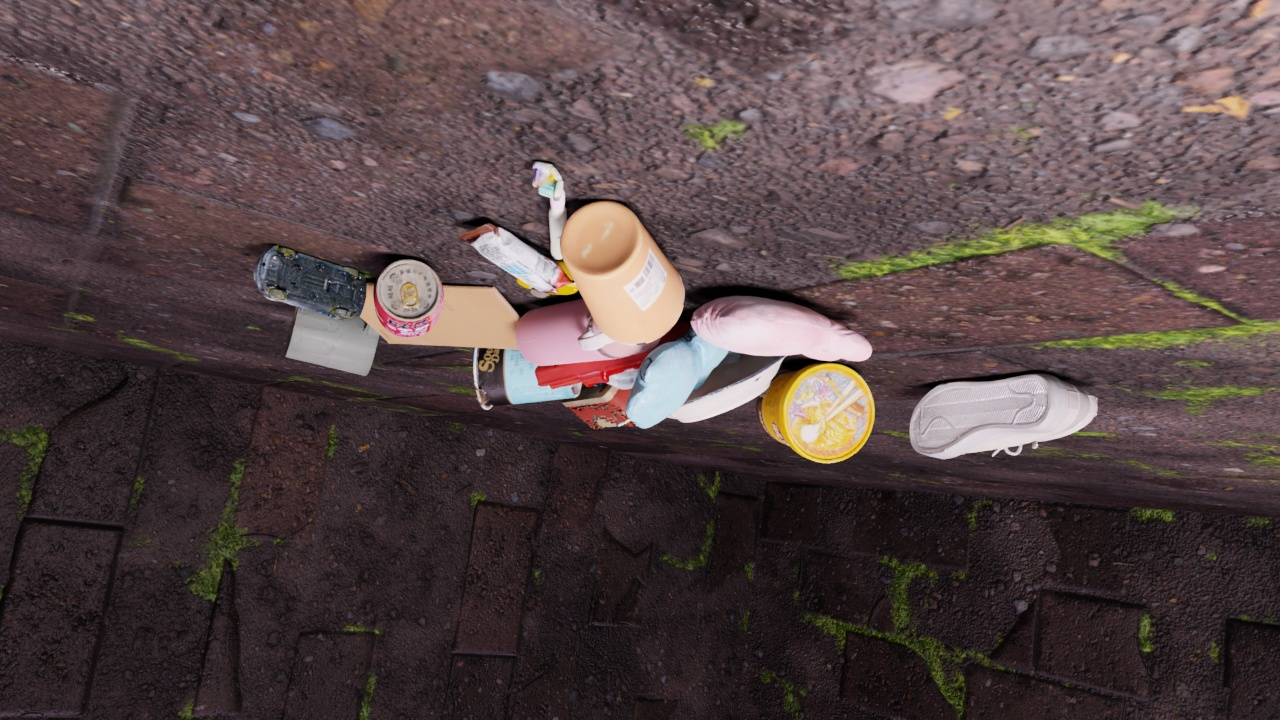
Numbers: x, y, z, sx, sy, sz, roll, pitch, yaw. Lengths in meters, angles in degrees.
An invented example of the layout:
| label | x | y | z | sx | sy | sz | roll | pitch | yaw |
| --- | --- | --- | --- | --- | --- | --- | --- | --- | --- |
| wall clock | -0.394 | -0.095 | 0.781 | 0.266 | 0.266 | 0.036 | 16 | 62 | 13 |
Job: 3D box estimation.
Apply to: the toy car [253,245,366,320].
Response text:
| label | x | y | z | sx | sy | sz | roll | pitch | yaw |
| --- | --- | --- | --- | --- | --- | --- | --- | --- | --- |
| toy car | -0.336 | -0.077 | 0.938 | 0.037 | 0.054 | 0.120 | -2 | 166 | 41 |

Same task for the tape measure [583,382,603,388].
| label | x | y | z | sx | sy | sz | roll | pitch | yaw |
| --- | --- | --- | --- | --- | --- | --- | --- | --- | --- |
| tape measure | -0.062 | 0.006 | 1.194 | 0.025 | 0.058 | 0.054 | 12 | 174 | -19 |

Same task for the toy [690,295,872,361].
| label | x | y | z | sx | sy | sz | roll | pitch | yaw |
| --- | --- | --- | --- | --- | --- | --- | --- | --- | --- |
| toy | 0.127 | -0.026 | 0.838 | 0.159 | 0.054 | 0.121 | 12 | 177 | -20 |

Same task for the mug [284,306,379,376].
| label | x | y | z | sx | sy | sz | roll | pitch | yaw |
| --- | --- | --- | --- | --- | --- | --- | --- | --- | --- |
| mug | -0.386 | -0.042 | 1.164 | 0.103 | 0.083 | 0.124 | 13 | 143 | -23 |

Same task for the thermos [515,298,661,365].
| label | x | y | z | sx | sy | sz | roll | pitch | yaw |
| --- | --- | --- | --- | --- | --- | --- | --- | --- | --- |
| thermos | -0.060 | -0.027 | 0.927 | 0.087 | 0.067 | 0.199 | -29 | -166 | -32 |

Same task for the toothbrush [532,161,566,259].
| label | x | y | z | sx | sy | sz | roll | pitch | yaw |
| --- | --- | --- | --- | --- | --- | --- | --- | --- | --- |
| toothbrush | -0.063 | -0.102 | 0.667 | 0.020 | 0.029 | 0.190 | -32 | 175 | -7 |

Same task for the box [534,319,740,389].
| label | x | y | z | sx | sy | sz | roll | pitch | yaw |
| --- | --- | --- | --- | --- | --- | --- | --- | --- | --- |
| box | -0.006 | -0.002 | 1.038 | 0.202 | 0.065 | 0.159 | -14 | 169 | 43 |

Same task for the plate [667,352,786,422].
| label | x | y | z | sx | sy | sz | roll | pitch | yaw |
| --- | --- | --- | --- | --- | --- | --- | --- | --- | --- |
| plate | 0.087 | 0.031 | 1.027 | 0.163 | 0.034 | 0.165 | -27 | -172 | -27 |

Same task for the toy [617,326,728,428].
| label | x | y | z | sx | sy | sz | roll | pitch | yaw |
| --- | --- | --- | --- | --- | --- | --- | --- | --- | --- |
| toy | 0.035 | 0.013 | 0.897 | 0.050 | 0.156 | 0.161 | 33 | 168 | 18 |

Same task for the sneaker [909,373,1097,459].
| label | x | y | z | sx | sy | sz | roll | pitch | yaw |
| --- | --- | --- | --- | --- | --- | --- | --- | --- | --- |
| sneaker | 0.416 | 0.065 | 1.065 | 0.090 | 0.089 | 0.243 | 7 | 165 | -22 |

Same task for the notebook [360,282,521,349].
| label | x | y | z | sx | sy | sz | roll | pitch | yaw |
| --- | --- | --- | --- | --- | --- | --- | --- | --- | --- |
| notebook | -0.231 | -0.050 | 1.040 | 0.212 | 0.012 | 0.149 | 3 | 157 | 18 |

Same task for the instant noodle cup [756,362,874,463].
| label | x | y | z | sx | sy | sz | roll | pitch | yaw |
| --- | --- | --- | --- | --- | --- | --- | --- | --- | --- |
| instant noodle cup | 0.207 | 0.061 | 1.131 | 0.118 | 0.118 | 0.114 | 11 | 178 | -16 |

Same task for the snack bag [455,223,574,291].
| label | x | y | z | sx | sy | sz | roll | pitch | yaw |
| --- | --- | --- | --- | --- | --- | --- | --- | --- | --- |
| snack bag | -0.099 | -0.083 | 0.753 | 0.104 | 0.026 | 0.048 | 32 | 154 | -35 |

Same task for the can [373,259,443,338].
| label | x | y | z | sx | sy | sz | roll | pitch | yaw |
| --- | --- | --- | --- | --- | --- | --- | --- | --- | --- |
| can | -0.229 | -0.061 | 0.905 | 0.066 | 0.066 | 0.094 | 10 | 171 | -13 |

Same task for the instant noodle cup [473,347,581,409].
| label | x | y | z | sx | sy | sz | roll | pitch | yaw |
| --- | --- | --- | --- | --- | --- | --- | --- | --- | --- |
| instant noodle cup | -0.137 | 0.009 | 1.159 | 0.120 | 0.111 | 0.111 | 1 | 170 | 8 |

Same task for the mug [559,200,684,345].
| label | x | y | z | sx | sy | sz | roll | pitch | yaw |
| --- | --- | --- | --- | --- | --- | --- | --- | --- | --- |
| mug | -0.015 | -0.066 | 0.680 | 0.078 | 0.078 | 0.123 | 6 | 166 | 14 |

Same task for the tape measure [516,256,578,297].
| label | x | y | z | sx | sy | sz | roll | pitch | yaw |
| --- | --- | --- | --- | --- | --- | --- | --- | --- | --- |
| tape measure | -0.083 | -0.073 | 0.821 | 0.060 | 0.029 | 0.057 | 11 | 171 | -15 |

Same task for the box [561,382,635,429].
| label | x | y | z | sx | sy | sz | roll | pitch | yaw |
| --- | --- | --- | --- | --- | --- | --- | --- | --- | --- |
| box | -0.031 | 0.048 | 1.243 | 0.077 | 0.091 | 0.169 | 42 | 160 | -15 |
